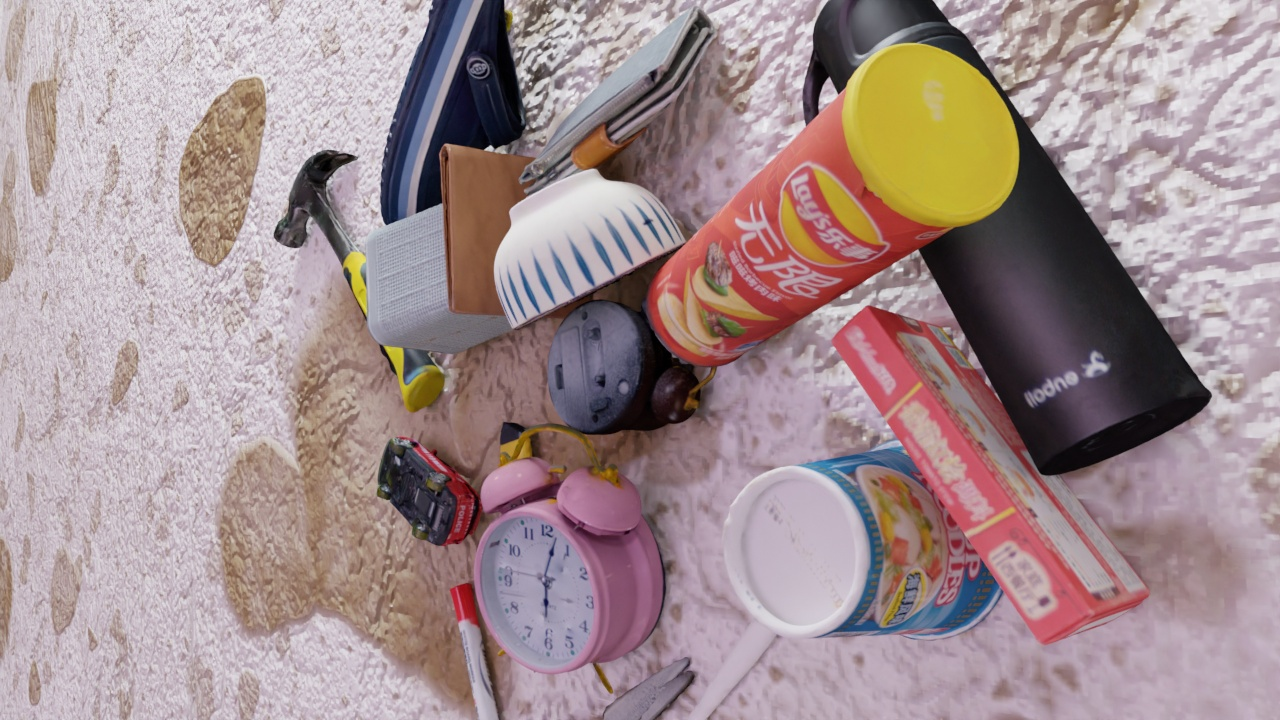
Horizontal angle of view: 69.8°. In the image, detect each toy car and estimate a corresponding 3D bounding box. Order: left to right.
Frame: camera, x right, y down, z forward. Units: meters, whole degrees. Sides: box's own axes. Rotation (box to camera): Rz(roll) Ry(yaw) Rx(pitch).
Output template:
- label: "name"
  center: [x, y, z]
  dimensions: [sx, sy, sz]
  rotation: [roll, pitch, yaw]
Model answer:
- label: "toy car"
  center: [-0.166, 0.101, 0.712]
  dimensions: [0.120, 0.045, 0.053]
  rotation: [29, 104, 45]

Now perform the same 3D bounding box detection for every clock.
- label: "clock"
  center: [-0.048, 0.117, 0.567]
  dimensions: [0.117, 0.059, 0.158]
  rotation: [4, 97, 36]
- label: "clock"
  center: [-0.003, 0.003, 0.559]
  dimensions: [0.122, 0.055, 0.082]
  rotation: [-17, 73, 41]

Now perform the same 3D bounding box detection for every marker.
- label: "marker"
  center: [-0.116, 0.235, 0.669]
  dimensions: [0.017, 0.017, 0.145]
  rotation: [-35, 62, 36]

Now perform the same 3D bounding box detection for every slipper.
- label: "slipper"
  center: [-0.125, -0.205, 0.678]
  dimensions: [0.105, 0.095, 0.253]
  rotation: [-92, 24, -53]

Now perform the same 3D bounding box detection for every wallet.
- label: "wallet"
  center: [-0.082, -0.084, 0.615]
  dimensions: [0.020, 0.101, 0.115]
  rotation: [-18, 72, 59]
- label: "wallet"
  center: [-0.014, -0.154, 0.574]
  dimensions: [0.130, 0.037, 0.106]
  rotation: [-29, 26, 38]

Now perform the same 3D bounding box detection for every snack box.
- label: "snack box"
  center: [0.147, 0.044, 0.394]
  dimensions: [0.026, 0.075, 0.152]
  rotation: [-47, 56, 29]

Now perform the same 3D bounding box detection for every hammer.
- label: "hammer"
  center: [-0.253, -0.079, 0.828]
  dimensions: [0.323, 0.031, 0.126]
  rotation: [50, 120, 35]

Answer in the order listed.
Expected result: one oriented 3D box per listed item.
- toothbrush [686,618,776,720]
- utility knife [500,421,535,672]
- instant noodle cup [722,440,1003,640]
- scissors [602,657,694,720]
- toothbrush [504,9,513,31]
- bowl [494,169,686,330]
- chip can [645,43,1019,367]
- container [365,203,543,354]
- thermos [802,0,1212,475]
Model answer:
- label: "toothbrush"
  center: [0.033, 0.202, 0.528]
  dimensions: [0.016, 0.016, 0.180]
  rotation: [47, 117, 34]
- label: "utility knife"
  center: [-0.079, 0.128, 0.647]
  dimensions: [0.033, 0.015, 0.176]
  rotation: [-22, 72, 47]
- label: "instant noodle cup"
  center: [0.098, 0.084, 0.414]
  dimensions: [0.099, 0.109, 0.099]
  rotation: [-5, 82, 43]
- label: "scissors"
  center: [-0.035, 0.268, 0.580]
  dimensions: [0.236, 0.021, 0.139]
  rotation: [-25, 68, 32]
- label: "toothbrush"
  center: [-0.150, -0.197, 0.750]
  dimensions: [0.015, 0.016, 0.190]
  rotation: [45, 116, 37]
- label: "bowl"
  center: [-0.038, -0.072, 0.548]
  dimensions: [0.117, 0.116, 0.066]
  rotation: [-23, 96, 40]
- label: "chip can"
  center: [0.070, -0.056, 0.424]
  dimensions: [0.217, 0.073, 0.073]
  rotation: [145, 121, -65]
- label: "container"
  center: [-0.130, -0.062, 0.670]
  dimensions: [0.112, 0.089, 0.090]
  rotation: [-14, 76, 39]
- label: "thermos"
  center: [0.147, -0.066, 0.418]
  dimensions: [0.090, 0.068, 0.242]
  rotation: [-48, 53, 43]
